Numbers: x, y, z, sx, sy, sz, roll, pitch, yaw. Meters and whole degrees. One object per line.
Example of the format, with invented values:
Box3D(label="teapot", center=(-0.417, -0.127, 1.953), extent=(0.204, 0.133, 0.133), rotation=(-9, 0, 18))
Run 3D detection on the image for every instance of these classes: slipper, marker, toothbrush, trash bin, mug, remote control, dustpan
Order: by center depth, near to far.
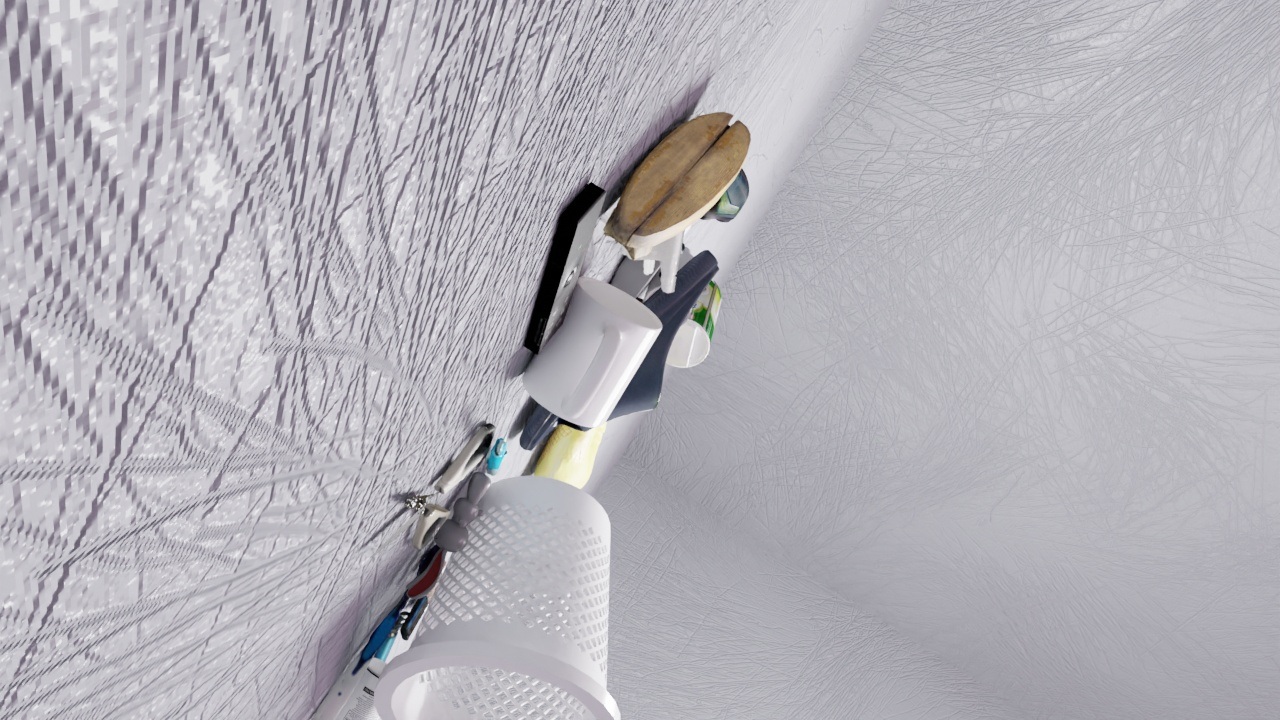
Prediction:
Box3D(label="remote control", center=(-0.051, -0.055, 0.600), extent=(0.034, 0.013, 0.150), rotation=(-55, 175, -34))
Box3D(label="mug", center=(-0.037, 0.000, 0.684), extent=(0.091, 0.073, 0.110), rotation=(-59, -169, 16))
Box3D(label="toothbrush", center=(-0.220, 0.234, 0.764), extent=(0.188, 0.016, 0.017), rotation=(-57, -174, -16))
Box3D(label="trash bin", center=(-0.104, 0.219, 0.797), extent=(0.199, 0.195, 0.196), rotation=(-81, -165, -48))
Box3D(label="dustpan", center=(0.023, -0.116, 0.880), extent=(0.162, 0.033, 0.258), rotation=(-55, 175, -30))
Box3D(label="slipper", center=(-0.005, 0.005, 0.885), extent=(0.267, 0.083, 0.111), rotation=(-45, 180, -16))
Box3D(label="marker", center=(0.032, -0.099, 0.902), extent=(0.011, 0.011, 0.152), rotation=(-59, -178, 19))

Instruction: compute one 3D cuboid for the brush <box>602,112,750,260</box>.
Box3D(label="brush", center=(0.030, -0.132, 0.678), extent=(0.194, 0.059, 0.043), rotation=(-51, -179, -44))

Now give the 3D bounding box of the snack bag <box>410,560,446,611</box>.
Box3D(label="snack bag", center=(-0.206, 0.234, 0.937), extent=(0.057, 0.013, 0.158), rotation=(-58, 176, -17))

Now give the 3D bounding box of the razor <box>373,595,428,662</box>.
Box3D(label="razor", center=(-0.230, 0.261, 0.830), extent=(0.144, 0.022, 0.042), rotation=(-55, -175, 37))

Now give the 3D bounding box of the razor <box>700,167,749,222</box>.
Box3D(label="razor", center=(0.082, -0.188, 0.973), extent=(0.067, 0.054, 0.151), rotation=(-41, 170, 1))

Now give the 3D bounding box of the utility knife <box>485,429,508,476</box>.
Box3D(label="utility knife", center=(-0.109, 0.070, 0.698), extent=(0.179, 0.015, 0.022), rotation=(133, -22, -75))

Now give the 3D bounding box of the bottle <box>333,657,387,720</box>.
Box3D(label="bottle", center=(-0.254, 0.315, 0.789), extent=(0.116, 0.041, 0.041), rotation=(-57, 176, -4))

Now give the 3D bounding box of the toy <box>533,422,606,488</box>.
Box3D(label="toy", center=(-0.085, 0.115, 1.122), extent=(0.154, 0.064, 0.171), rotation=(-55, 171, -27))

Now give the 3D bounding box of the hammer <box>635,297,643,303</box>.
Box3D(label="hammer", center=(-0.028, 0.001, 1.146), extent=(0.217, 0.037, 0.301), rotation=(-57, 175, -8))

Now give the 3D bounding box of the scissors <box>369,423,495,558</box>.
Box3D(label="scissors", center=(-0.145, 0.099, 0.647), extent=(0.157, 0.012, 0.166), rotation=(-57, 177, -41))

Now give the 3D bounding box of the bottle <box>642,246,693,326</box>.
Box3D(label="bottle", center=(0.040, -0.094, 1.051), extent=(0.053, 0.052, 0.194), rotation=(-60, -175, 24))

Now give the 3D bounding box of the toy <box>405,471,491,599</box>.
Box3D(label="toy", center=(-0.155, 0.143, 0.749), extent=(0.111, 0.030, 0.049), rotation=(-62, -167, -10))

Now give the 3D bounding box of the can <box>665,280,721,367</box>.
Box3D(label="can", center=(0.057, -0.050, 1.099), extent=(0.067, 0.067, 0.120), rotation=(-61, -175, 35))

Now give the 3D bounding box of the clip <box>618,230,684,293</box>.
Box3D(label="clip", center=(0.011, -0.105, 0.769), extent=(0.057, 0.052, 0.102), rotation=(-72, 173, -54))
